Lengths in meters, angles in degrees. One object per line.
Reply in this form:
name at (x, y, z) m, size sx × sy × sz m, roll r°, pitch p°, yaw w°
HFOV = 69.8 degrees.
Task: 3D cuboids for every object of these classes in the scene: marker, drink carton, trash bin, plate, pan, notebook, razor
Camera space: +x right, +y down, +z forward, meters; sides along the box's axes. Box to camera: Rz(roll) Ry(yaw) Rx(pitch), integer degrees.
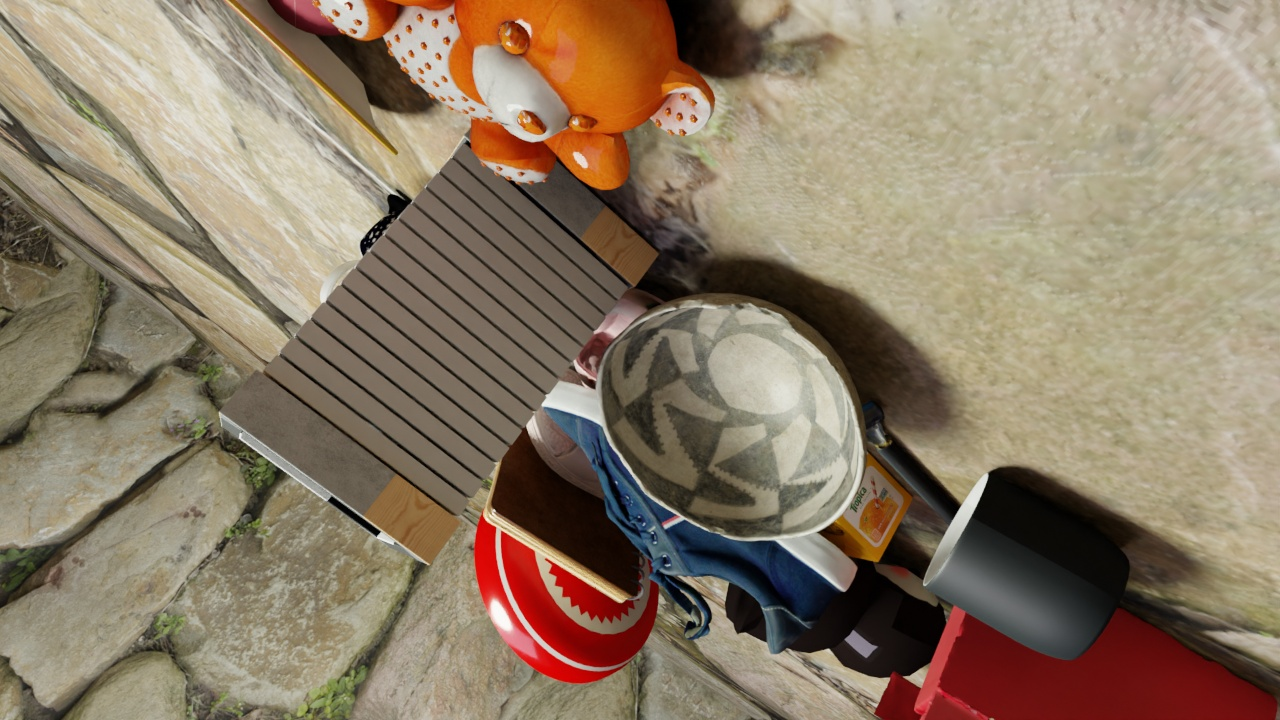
marker at (-0.171, -0.097, 0.814) m, size 0.138 × 0.022 × 0.016 m, roll 43°, pitch 154°, yaw -17°
drink carton at (0.140, 0.088, 0.680) m, size 0.122 × 0.058 × 0.040 m, roll 43°, pitch 159°, yaw -21°
trash bin at (-0.135, -0.014, 0.613) m, size 0.142 × 0.246 × 0.143 m, roll 41°, pitch 160°, yaw -14°
plate at (-0.237, -0.218, 0.577) m, size 0.230 × 0.021 × 0.230 m, roll 43°, pitch 179°, yaw 0°
pan at (-0.084, 0.136, 0.914) m, size 0.067 × 0.355 × 0.208 m, roll -34°, pitch 151°, yaw 35°
notebook at (-0.061, 0.114, 0.874) m, size 0.167 × 0.024 × 0.225 m, roll 36°, pitch -154°, yaw -18°
razor at (0.185, 0.076, 0.641) m, size 0.043 × 0.022 × 0.144 m, roll -35°, pitch 120°, yaw 27°

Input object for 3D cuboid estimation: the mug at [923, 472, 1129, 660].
mug at (0.246, 0.131, 0.592) m, size 0.094 × 0.085 × 0.121 m, roll 30°, pitch -172°, yaw 16°

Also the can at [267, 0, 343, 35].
can at (-0.161, -0.218, 0.463) m, size 0.063 × 0.063 × 0.114 m, roll 39°, pitch 160°, yaw -9°

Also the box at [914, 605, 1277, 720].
box at (0.261, 0.301, 0.597) m, size 0.211 × 0.318 × 0.121 m, roll 29°, pitch 168°, yaw 11°

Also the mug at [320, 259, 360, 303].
mug at (-0.303, -0.065, 0.997) m, size 0.073 × 0.089 × 0.105 m, roll 24°, pitch 157°, yaw 30°

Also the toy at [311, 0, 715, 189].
toy at (-0.056, -0.142, 0.427) m, size 0.173 × 0.092 × 0.164 m, roll 11°, pitch 156°, yaw 44°

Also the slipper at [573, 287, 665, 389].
slipper at (-0.004, 0.004, 0.728) m, size 0.107 × 0.055 × 0.222 m, roll 33°, pitch 160°, yaw 0°

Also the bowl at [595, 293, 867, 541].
bowl at (0.067, 0.026, 0.598) m, size 0.178 × 0.081 × 0.179 m, roll 15°, pitch 124°, yaw 22°

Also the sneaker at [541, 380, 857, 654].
sneaker at (0.016, 0.127, 0.731) m, size 0.294 × 0.127 × 0.121 m, roll 35°, pitch 174°, yaw 24°

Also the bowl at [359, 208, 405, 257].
bowl at (-0.158, -0.082, 0.743) m, size 0.120 × 0.066 × 0.120 m, roll 41°, pitch -167°, yaw -12°

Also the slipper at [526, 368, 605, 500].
slipper at (-0.004, 0.090, 0.854) m, size 0.239 × 0.094 × 0.065 m, roll 38°, pitch 144°, yaw -20°

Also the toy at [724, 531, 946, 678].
toy at (0.173, 0.215, 0.792) m, size 0.184 × 0.139 × 0.159 m, roll 28°, pitch 134°, yaw 0°
